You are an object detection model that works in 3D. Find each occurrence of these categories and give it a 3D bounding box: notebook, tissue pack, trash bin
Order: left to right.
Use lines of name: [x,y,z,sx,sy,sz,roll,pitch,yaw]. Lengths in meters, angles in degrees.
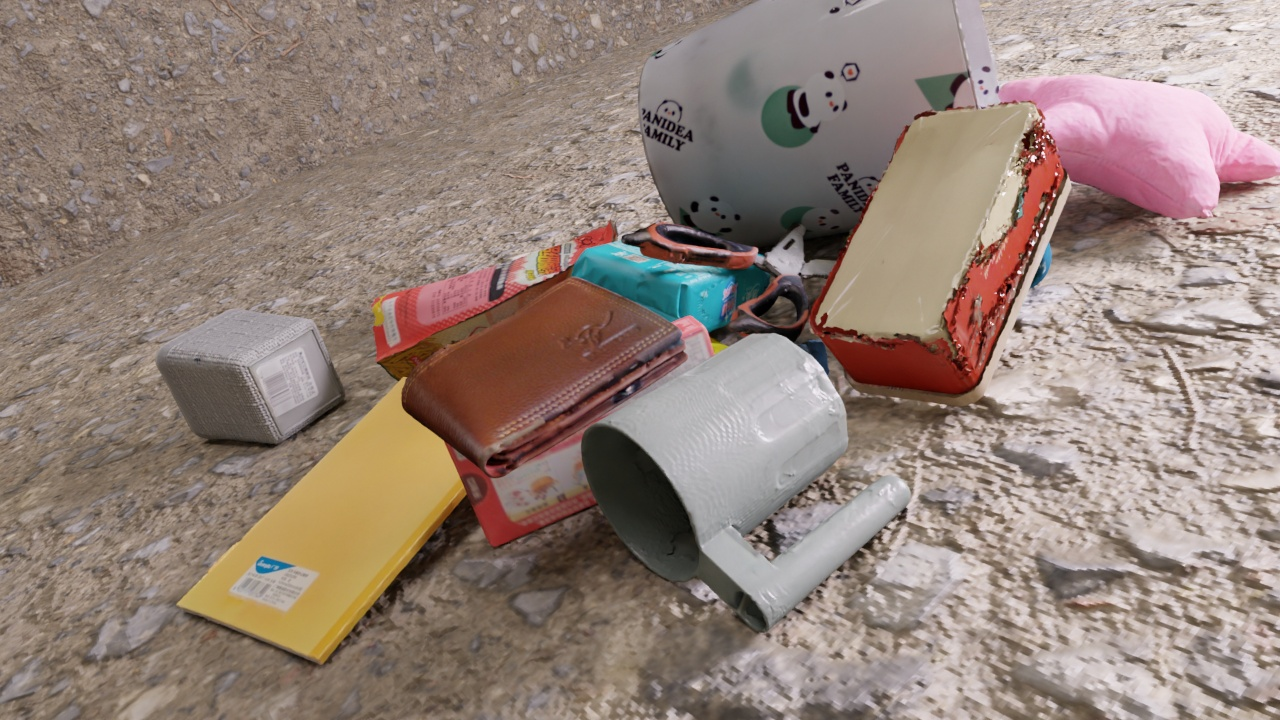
notebook: [-0.162,0.080,0.550,0.146,0.010,0.205,2,40,38]
tissue pack: [0.022,-0.054,0.650,0.093,0.050,0.133,22,27,31]
trash bin: [0.151,-0.202,0.745,0.252,0.230,0.228,-13,23,28]

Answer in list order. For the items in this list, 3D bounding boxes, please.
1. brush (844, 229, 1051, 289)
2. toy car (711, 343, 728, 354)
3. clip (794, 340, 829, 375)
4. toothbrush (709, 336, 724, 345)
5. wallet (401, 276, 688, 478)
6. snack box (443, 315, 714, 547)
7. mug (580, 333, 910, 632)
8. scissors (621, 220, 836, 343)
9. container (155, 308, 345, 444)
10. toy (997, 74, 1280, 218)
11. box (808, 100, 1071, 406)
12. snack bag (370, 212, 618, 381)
brush: [0.207,-0.076,0.611,0.073,0.055,0.144,-32,26,-25]
toy car: [0.050,0.010,0.567,0.105,0.032,0.048,11,36,46]
clip: [0.090,-0.001,0.572,0.035,0.025,0.058,-25,18,-32]
toothbrush: [0.020,-0.024,0.686,0.016,0.016,0.190,-29,25,-13]
wallet: [-0.051,0.006,0.463,0.124,0.032,0.101,-33,35,-25]
snack box: [-0.026,0.038,0.505,0.152,0.075,0.025,-22,22,-9]
mug: [0.049,0.054,0.430,0.103,0.084,0.124,-31,53,-29]
scissors: [0.084,-0.061,0.617,0.226,0.015,0.188,9,32,-23]
container: [-0.318,0.013,0.761,0.114,0.090,0.090,4,32,35]
toy: [0.335,-0.150,0.633,0.194,0.075,0.178,2,39,-7]
box: [0.168,-0.067,0.513,0.091,0.078,0.168,8,61,46]
snack bag: [-0.114,-0.055,0.738,0.208,0.073,0.128,-22,18,15]
